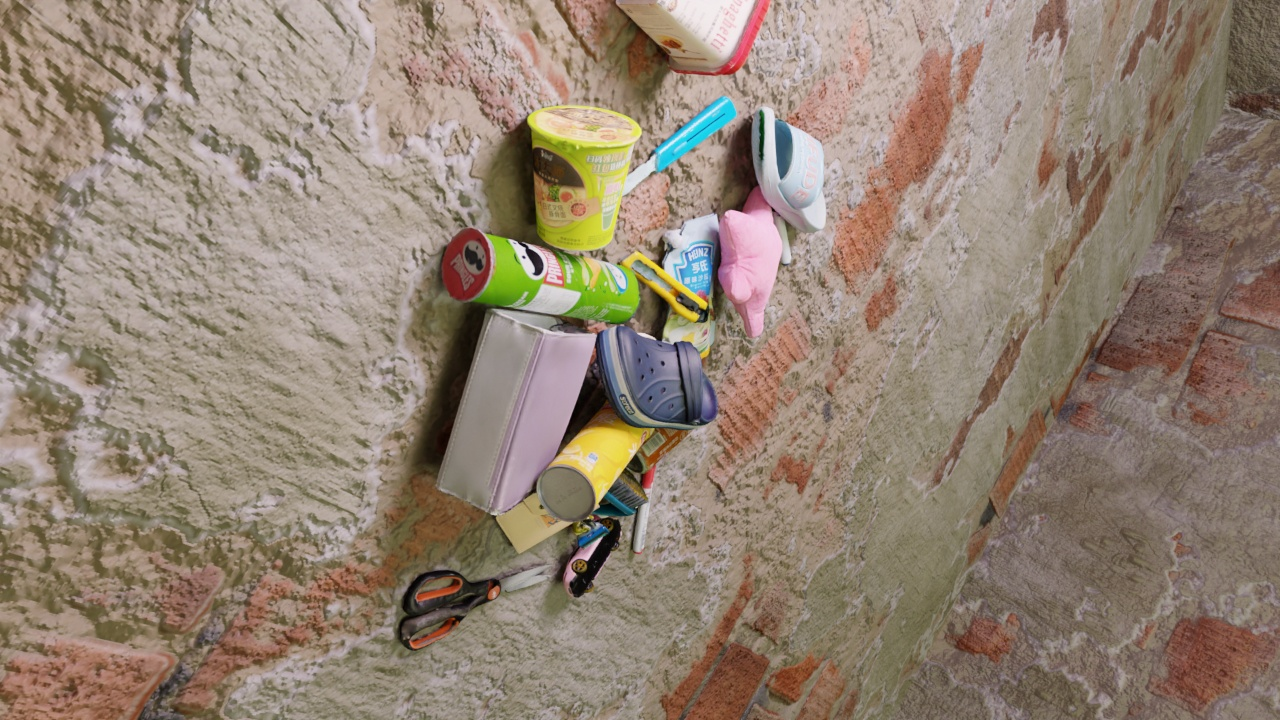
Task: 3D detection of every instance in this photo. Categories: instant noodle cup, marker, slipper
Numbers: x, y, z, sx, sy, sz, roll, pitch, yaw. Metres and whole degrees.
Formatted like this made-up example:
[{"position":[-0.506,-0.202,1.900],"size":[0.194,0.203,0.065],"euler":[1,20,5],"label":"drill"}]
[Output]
[{"position":[0.051,-0.372,0.953],"size":[0.124,0.117,0.116],"euler":[23,92,-41],"label":"instant noodle cup"},{"position":[0.199,-0.189,1.302],"size":[0.022,0.018,0.131],"euler":[-53,142,-31],"label":"marker"},{"position":[-0.061,-0.180,0.929],"size":[0.111,0.112,0.124],"euler":[-25,135,-40],"label":"instant noodle cup"},{"position":[0.005,0.210,1.299],"size":[0.017,0.017,0.145],"euler":[-16,122,-45],"label":"marker"},{"position":[0.039,0.027,1.102],"size":[0.252,0.095,0.105],"euler":[28,46,-56],"label":"slipper"},{"position":[0.210,-0.243,1.214],"size":[0.245,0.074,0.104],"euler":[33,55,-56],"label":"slipper"}]

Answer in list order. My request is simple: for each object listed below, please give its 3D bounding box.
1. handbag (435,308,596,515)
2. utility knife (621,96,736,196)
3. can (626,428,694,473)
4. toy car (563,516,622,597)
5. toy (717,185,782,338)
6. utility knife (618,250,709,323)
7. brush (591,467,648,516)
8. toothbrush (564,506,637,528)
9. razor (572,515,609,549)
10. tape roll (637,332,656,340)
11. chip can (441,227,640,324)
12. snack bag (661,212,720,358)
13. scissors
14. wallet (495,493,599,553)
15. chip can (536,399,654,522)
[{"position":[-0.130,0.048,0.977],"size":[0.144,0.098,0.197],"euler":[2,108,-68],"label":"handbag"},{"position":[0.036,-0.246,1.076],"size":[0.224,0.018,0.034],"euler":[-42,138,-25],"label":"utility knife"},{"position":[0.035,0.087,1.230],"size":[0.147,0.058,0.058],"euler":[-39,136,-30],"label":"can"},{"position":[-0.066,0.261,1.229],"size":[0.122,0.037,0.056],"euler":[-53,147,-35],"label":"toy car"},{"position":[0.142,-0.145,1.198],"size":[0.178,0.075,0.194],"euler":[56,42,-53],"label":"toy"},{"position":[0.032,-0.087,1.126],"size":[0.156,0.015,0.033],"euler":[33,92,-35],"label":"utility knife"},{"position":[-0.047,0.164,1.182],"size":[0.073,0.055,0.144],"euler":[-38,140,3],"label":"brush"},{"position":[-0.064,0.203,1.215],"size":[0.187,0.016,0.017],"euler":[-8,106,-47],"label":"toothbrush"},{"position":[-0.094,0.185,1.151],"size":[0.043,0.022,0.143],"euler":[-35,127,3],"label":"razor"},{"position":[-0.007,0.007,1.170],"size":[0.085,0.014,0.086],"euler":[-28,130,-39],"label":"tape roll"},{"position":[-0.096,-0.082,0.965],"size":[0.235,0.072,0.072],"euler":[7,105,-52],"label":"chip can"},{"position":[0.064,-0.090,1.184],"size":[0.110,0.039,0.191],"euler":[-17,120,-37],"label":"snack bag"},{"position":[-0.186,0.268,1.098],"size":[0.233,0.022,0.153],"euler":[-32,132,-35],"label":"scissors"},{"position":[-0.113,0.177,1.104],"size":[0.115,0.024,0.087],"euler":[-28,127,-6],"label":"wallet"},{"position":[-0.047,0.106,1.066],"size":[0.212,0.072,0.072],"euler":[-46,146,-62],"label":"chip can"}]
